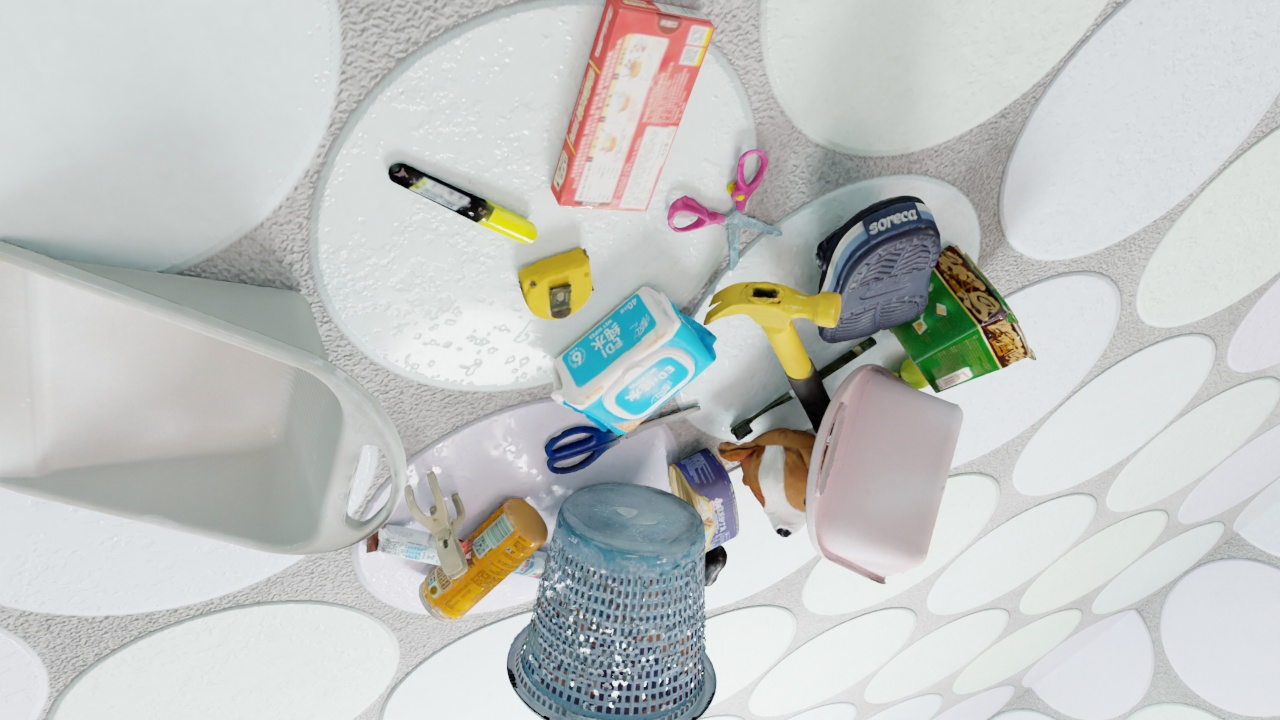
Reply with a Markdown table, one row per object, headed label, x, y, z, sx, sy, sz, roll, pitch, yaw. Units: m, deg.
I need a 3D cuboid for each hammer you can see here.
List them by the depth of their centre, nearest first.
| label | x | y | z | sx | sy | sz | roll | pitch | yaw |
| --- | --- | --- | --- | --- | --- | --- | --- | --- | --- |
| hammer | 0.153 | 0.006 | 0.893 | 0.301 | 0.129 | 0.032 | 50 | 55 | -56 |

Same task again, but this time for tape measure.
| label | x | y | z | sx | sy | sz | roll | pitch | yaw |
| --- | --- | --- | --- | --- | --- | --- | --- | --- | --- |
| tape measure | -0.066 | -0.058 | 0.742 | 0.060 | 0.029 | 0.057 | -19 | 141 | -12 |

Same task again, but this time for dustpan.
| label | x | y | z | sx | sy | sz | roll | pitch | yaw |
| --- | --- | --- | --- | --- | --- | --- | --- | --- | --- |
| dustpan | -0.304 | 0.052 | 0.629 | 0.257 | 0.142 | 0.223 | -2 | 134 | -32 |
| dustpan | 0.242 | 0.114 | 0.977 | 0.139 | 0.222 | 0.273 | 16 | 170 | 8 |

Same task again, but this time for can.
| label | x | y | z | sx | sy | sz | roll | pitch | yaw |
| --- | --- | --- | --- | --- | --- | --- | --- | --- | --- |
| can | -0.163 | 0.207 | 0.950 | 0.146 | 0.058 | 0.058 | -43 | 140 | 17 |
| can | 0.072 | 0.158 | 1.029 | 0.049 | 0.074 | 0.148 | -25 | 139 | -11 |

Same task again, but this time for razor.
| label | x | y | z | sx | sy | sz | roll | pitch | yaw |
| --- | --- | --- | --- | --- | --- | --- | --- | --- | --- |
| razor | 0.044 | 0.225 | 1.103 | 0.068 | 0.062 | 0.167 | -15 | 147 | 37 |

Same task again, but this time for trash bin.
| label | x | y | z | sx | sy | sz | roll | pitch | yaw |
| --- | --- | --- | --- | --- | --- | --- | --- | --- | --- |
| trash bin | -0.018 | 0.244 | 0.958 | 0.226 | 0.226 | 0.195 | -3 | 111 | -30 |

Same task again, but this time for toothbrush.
| label | x | y | z | sx | sy | sz | roll | pitch | yaw |
| --- | --- | --- | --- | --- | --- | --- | --- | --- | --- |
| toothbrush | 0.178 | 0.031 | 0.999 | 0.186 | 0.017 | 0.012 | -34 | 134 | 6 |

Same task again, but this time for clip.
| label | x | y | z | sx | sy | sz | roll | pitch | yaw |
| --- | --- | --- | --- | --- | --- | --- | --- | --- | --- |
| clip | -0.182 | 0.156 | 0.865 | 0.035 | 0.101 | 0.096 | -31 | 168 | 0 |

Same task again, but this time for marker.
| label | x | y | z | sx | sy | sz | roll | pitch | yaw |
| --- | --- | --- | --- | --- | --- | --- | --- | --- | --- |
| marker | -0.125 | -0.113 | 0.659 | 0.124 | 0.015 | 0.018 | 21 | 119 | -41 |

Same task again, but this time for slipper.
| label | x | y | z | sx | sy | sz | roll | pitch | yaw |
| --- | --- | --- | --- | --- | --- | --- | --- | --- | --- |
| slipper | 0.201 | -0.087 | 0.821 | 0.105 | 0.095 | 0.253 | -16 | 164 | 5 |

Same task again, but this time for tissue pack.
| label | x | y | z | sx | sy | sz | roll | pitch | yaw |
| --- | --- | --- | --- | --- | --- | --- | --- | --- | --- |
| tissue pack | -0.005 | 0.005 | 0.821 | 0.140 | 0.063 | 0.090 | -39 | 141 | 12 |

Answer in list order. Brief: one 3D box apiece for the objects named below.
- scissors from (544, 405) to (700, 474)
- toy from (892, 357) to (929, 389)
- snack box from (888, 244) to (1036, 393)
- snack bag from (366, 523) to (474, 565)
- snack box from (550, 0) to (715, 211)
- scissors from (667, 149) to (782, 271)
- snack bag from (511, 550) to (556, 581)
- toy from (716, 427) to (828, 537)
| label | x | y | z | sx | sy | sz | roll | pitch | yaw |
| --- | --- | --- | --- | --- | --- | --- | --- | --- | --- |
| scissors | -0.016 | 0.066 | 0.924 | 0.175 | 0.012 | 0.105 | -32 | 142 | 2 |
| toy | 0.319 | 0.015 | 1.058 | 0.096 | 0.031 | 0.100 | 2 | 136 | -37 |
| snack box | 0.319 | -0.033 | 0.940 | 0.106 | 0.117 | 0.118 | -36 | 139 | 15 |
| snack bag | -0.215 | 0.181 | 0.897 | 0.104 | 0.026 | 0.048 | 12 | 128 | -4 |
| snack box | -0.008 | -0.176 | 0.650 | 0.075 | 0.025 | 0.153 | -2 | 134 | -29 |
| scissors | 0.072 | -0.119 | 0.773 | 0.125 | 0.017 | 0.133 | -21 | 144 | -13 |
| snack bag | -0.124 | 0.225 | 1.019 | 0.045 | 0.026 | 0.105 | -46 | 141 | 15 |
| toy | 0.169 | 0.135 | 1.010 | 0.140 | 0.130 | 0.199 | 1 | 158 | 23 |
